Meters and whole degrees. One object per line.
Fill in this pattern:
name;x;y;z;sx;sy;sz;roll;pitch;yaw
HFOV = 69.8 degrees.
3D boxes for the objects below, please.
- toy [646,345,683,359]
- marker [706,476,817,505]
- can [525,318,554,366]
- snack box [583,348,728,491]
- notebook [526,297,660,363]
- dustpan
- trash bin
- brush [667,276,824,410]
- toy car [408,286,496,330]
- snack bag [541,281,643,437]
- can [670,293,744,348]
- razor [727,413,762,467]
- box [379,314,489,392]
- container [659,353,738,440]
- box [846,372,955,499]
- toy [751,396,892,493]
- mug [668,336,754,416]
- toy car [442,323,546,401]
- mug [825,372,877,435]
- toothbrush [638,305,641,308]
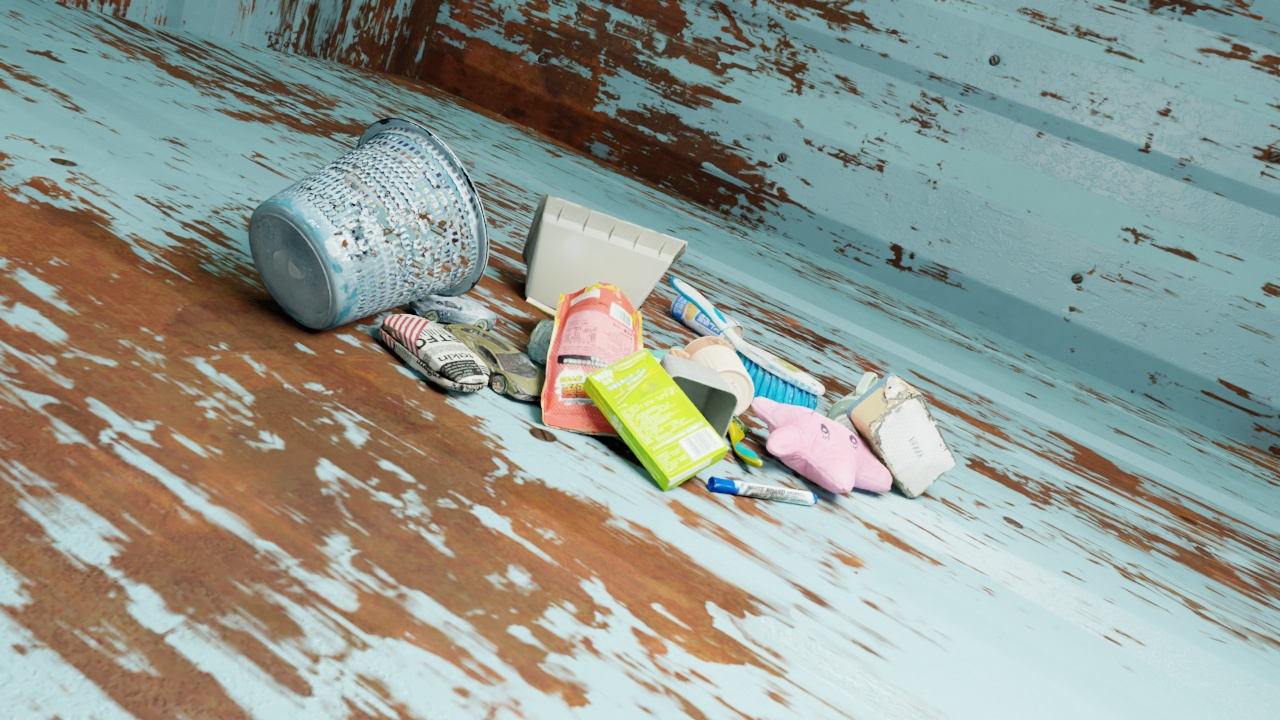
toy;0.058;0.000;1.368;0.096;0.030;0.091;31;21;12
marker;0.140;0.149;1.041;0.145;0.017;0.017;12;20;-27
can;-0.070;0.001;1.168;0.147;0.058;0.058;25;18;14
snack box;0.016;0.062;1.008;0.085;0.026;0.156;-26;63;-29
notebook;-0.050;-0.028;1.279;0.206;0.010;0.146;25;-3;13
dustpan;-0.076;-0.162;1.428;0.222;0.258;0.142;17;42;-13
trash bin;-0.321;-0.139;1.046;0.227;0.227;0.194;29;43;23
brush;0.144;-0.014;1.373;0.315;0.110;0.060;32;23;30
toy car;-0.247;-0.069;1.209;0.120;0.037;0.054;13;19;-35
snack bag;-0.051;0.002;1.085;0.128;0.073;0.207;13;47;-14
can;0.116;-0.069;1.596;0.053;0.053;0.134;1;27;-48
razor;0.129;0.105;1.139;0.043;0.028;0.132;49;7;-18
box;-0.233;-0.014;1.036;0.164;0.056;0.070;33;40;32
container;0.056;0.051;1.119;0.090;0.090;0.114;19;15;-10
box;0.343;0.104;1.192;0.184;0.090;0.060;54;-3;-39
toy;0.235;0.118;1.148;0.194;0.075;0.178;22;22;-19
mug;0.091;0.018;1.257;0.114;0.082;0.105;23;18;-20
toy car;-0.171;0.001;1.085;0.158;0.042;0.070;33;21;25
mug;0.316;0.074;1.308;0.082;0.112;0.106;14;15;27
toothbrush;-0.087;-0.125;1.597;0.189;0.014;0.016;19;10;-5
